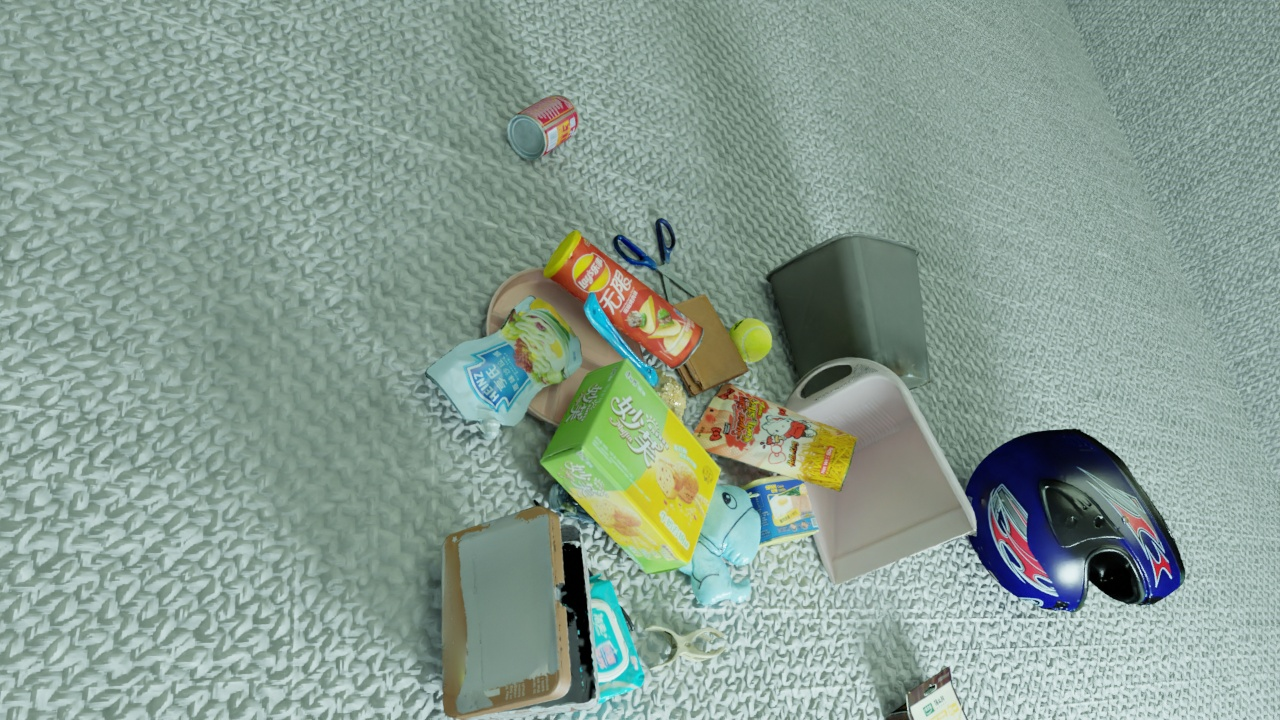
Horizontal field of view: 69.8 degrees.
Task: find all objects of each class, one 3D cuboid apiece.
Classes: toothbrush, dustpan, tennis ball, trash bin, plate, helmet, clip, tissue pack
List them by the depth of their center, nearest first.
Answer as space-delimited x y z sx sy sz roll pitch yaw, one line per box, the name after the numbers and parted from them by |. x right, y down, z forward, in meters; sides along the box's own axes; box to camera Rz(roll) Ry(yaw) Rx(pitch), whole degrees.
-0.059 0.302 0.989 0.093 0.050 0.133 -11 72 -40 | tissue pack
-0.067 0.236 1.048 0.016 0.014 0.189 -37 91 -33 | toothbrush
0.052 0.334 1.072 0.099 0.035 0.070 9 61 -29 | clip
-0.095 -0.012 1.161 0.229 0.028 0.229 19 55 -29 | plate
0.298 0.141 1.263 0.138 0.223 0.272 37 34 -33 | dustpan
0.160 -0.030 1.348 0.065 0.066 0.065 19 54 -29 | tennis ball
0.333 -0.055 1.424 0.198 0.200 0.219 5 69 -37 | trash bin
0.652 0.272 1.440 0.240 0.247 0.315 -30 76 -2 | helmet

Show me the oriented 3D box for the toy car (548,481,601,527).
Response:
-0.069 0.168 1.071 0.090 0.034 0.042 26 49 -41 | toy car

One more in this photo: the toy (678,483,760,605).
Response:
0.103 0.222 1.163 0.155 0.050 0.161 -25 72 -33 | toy

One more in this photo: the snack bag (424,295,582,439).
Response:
-0.150 0.006 1.062 0.190 0.039 0.110 -43 105 -43 | snack bag

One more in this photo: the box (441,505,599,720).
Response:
-0.120 0.243 0.881 0.146 0.148 0.181 -6 65 -4 | box

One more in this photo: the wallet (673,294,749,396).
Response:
0.083 -0.023 1.302 0.107 0.031 0.131 -22 77 -34 | wallet

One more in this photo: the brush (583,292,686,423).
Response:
-0.007 0.007 1.138 0.255 0.046 0.083 53 47 -41 | brush

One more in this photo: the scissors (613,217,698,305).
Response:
0.030 -0.143 1.349 0.175 0.012 0.162 30 51 -25 | scissors

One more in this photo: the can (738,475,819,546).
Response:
0.187 0.202 1.241 0.102 0.057 0.083 0 68 -39 | can

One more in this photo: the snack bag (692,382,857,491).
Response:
0.185 0.105 1.246 0.208 0.073 0.128 21 47 12 | snack bag

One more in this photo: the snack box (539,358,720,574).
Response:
-0.005 0.126 1.087 0.210 0.070 0.157 51 40 -23 | snack box

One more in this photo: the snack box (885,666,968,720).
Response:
0.396 0.496 1.238 0.113 0.053 0.125 -9 70 -41 | snack box

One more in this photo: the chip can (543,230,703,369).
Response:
-0.021 -0.076 1.188 0.216 0.073 0.073 37 47 -16 | chip can

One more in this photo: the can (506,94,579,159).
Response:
-0.134 -0.329 1.287 0.066 0.067 0.093 48 46 -6 | can
